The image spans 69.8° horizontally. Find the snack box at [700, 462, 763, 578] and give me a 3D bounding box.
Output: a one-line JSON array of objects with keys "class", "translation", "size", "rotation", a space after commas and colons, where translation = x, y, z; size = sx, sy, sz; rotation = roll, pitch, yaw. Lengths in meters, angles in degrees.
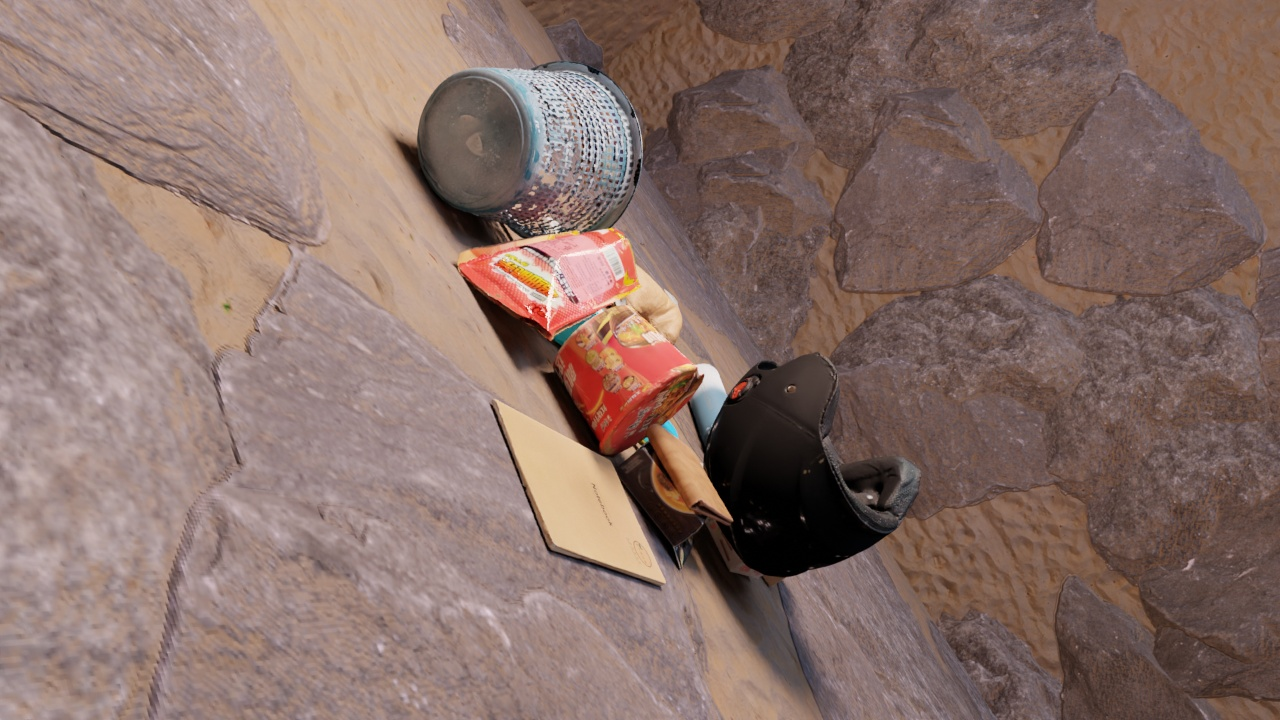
[{"class": "snack box", "translation": [0.108, 0.203, 1.184], "size": [0.084, 0.027, 0.156], "rotation": [28, 28, -53]}]

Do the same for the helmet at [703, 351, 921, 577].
[{"class": "helmet", "translation": [0.186, 0.125, 1.108], "size": [0.233, 0.230, 0.274], "rotation": [48, 9, -29]}]

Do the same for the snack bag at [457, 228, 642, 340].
[{"class": "snack bag", "translation": [-0.087, -0.090, 0.978], "size": [0.128, 0.073, 0.207], "rotation": [42, 34, 12]}]

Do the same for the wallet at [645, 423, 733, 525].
[{"class": "wallet", "translation": [0.054, 0.125, 0.982], "size": [0.101, 0.020, 0.115], "rotation": [59, 12, 30]}]

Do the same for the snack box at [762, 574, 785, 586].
[{"class": "snack box", "translation": [0.196, 0.244, 1.275], "size": [0.077, 0.093, 0.094], "rotation": [55, 11, -4]}]

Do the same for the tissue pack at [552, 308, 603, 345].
[{"class": "tissue pack", "translation": [-0.086, -0.056, 1.077], "size": [0.133, 0.050, 0.093], "rotation": [40, 20, -49]}]

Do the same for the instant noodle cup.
[{"class": "instant noodle cup", "translation": [-0.020, 0.017, 0.967], "size": [0.108, 0.138, 0.137], "rotation": [49, 9, 17]}]

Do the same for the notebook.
[{"class": "notebook", "translation": [-0.051, 0.123, 0.823], "size": [0.207, 0.008, 0.147], "rotation": [38, 21, -56]}]

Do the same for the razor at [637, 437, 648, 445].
[{"class": "razor", "translation": [-0.011, 0.067, 1.091], "size": [0.132, 0.028, 0.043], "rotation": [55, -20, 8]}]

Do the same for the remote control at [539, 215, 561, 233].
[{"class": "remote control", "translation": [-0.105, -0.156, 1.347], "size": [0.125, 0.024, 0.049], "rotation": [58, 11, 15]}]

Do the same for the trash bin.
[{"class": "trash bin", "translation": [-0.139, -0.241, 1.045], "size": [0.226, 0.227, 0.194], "rotation": [57, 24, 9]}]

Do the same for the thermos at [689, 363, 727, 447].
[{"class": "thermos", "translation": [0.118, 0.085, 1.475], "size": [0.070, 0.070, 0.220], "rotation": [49, 13, -28]}]

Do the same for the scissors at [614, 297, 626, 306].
[{"class": "scissors", "translation": [-0.024, -0.038, 1.262], "size": [0.161, 0.022, 0.233], "rotation": [58, 14, 3]}]

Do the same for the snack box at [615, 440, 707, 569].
[{"class": "snack box", "translation": [0.033, 0.149, 1.003], "size": [0.125, 0.053, 0.113], "rotation": [51, 11, 4]}]

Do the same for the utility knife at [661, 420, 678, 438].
[{"class": "utility knife", "translation": [-0.016, 0.029, 1.209], "size": [0.203, 0.018, 0.034], "rotation": [51, 13, -14]}]

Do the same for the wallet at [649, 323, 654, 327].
[{"class": "wallet", "translation": [0.028, 0.001, 1.353], "size": [0.108, 0.031, 0.132], "rotation": [57, -6, 5]}]

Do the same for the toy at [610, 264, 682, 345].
[{"class": "toy", "translation": [-0.017, -0.113, 1.445], "size": [0.226, 0.082, 0.143], "rotation": [44, 8, -37]}]
